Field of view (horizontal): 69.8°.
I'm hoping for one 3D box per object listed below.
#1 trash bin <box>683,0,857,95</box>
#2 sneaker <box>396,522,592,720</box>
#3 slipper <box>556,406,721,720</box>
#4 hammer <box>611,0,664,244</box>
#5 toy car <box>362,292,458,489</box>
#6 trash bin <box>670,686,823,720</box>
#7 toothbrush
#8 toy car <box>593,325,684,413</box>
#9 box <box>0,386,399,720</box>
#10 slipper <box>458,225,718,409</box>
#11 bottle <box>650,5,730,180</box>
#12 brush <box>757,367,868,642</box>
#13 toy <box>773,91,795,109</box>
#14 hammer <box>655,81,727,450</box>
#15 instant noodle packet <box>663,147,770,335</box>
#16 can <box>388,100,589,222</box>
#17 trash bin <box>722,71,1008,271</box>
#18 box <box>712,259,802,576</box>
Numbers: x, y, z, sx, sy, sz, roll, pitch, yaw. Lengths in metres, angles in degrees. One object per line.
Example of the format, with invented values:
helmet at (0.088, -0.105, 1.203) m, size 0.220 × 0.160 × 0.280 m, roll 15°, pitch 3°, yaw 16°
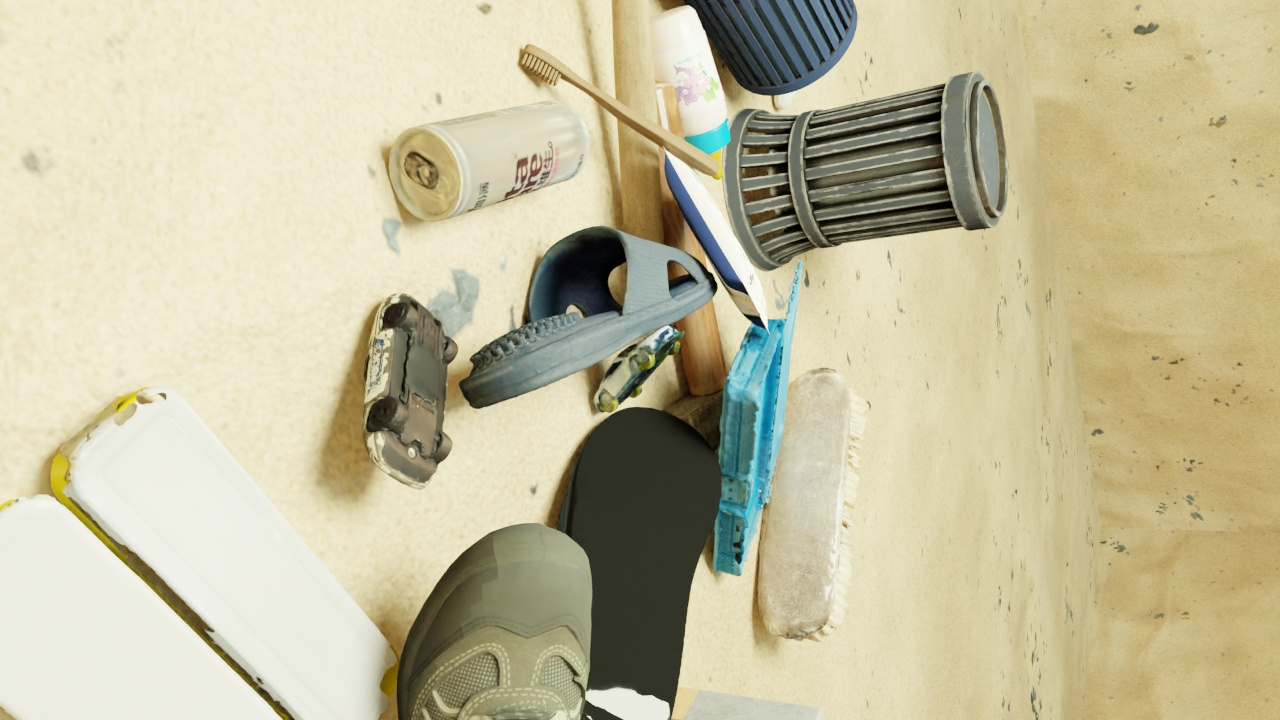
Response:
trash bin at (0.088, -0.345, 0.779) m, size 0.249 × 0.139 × 0.139 m, roll 37°, pitch 56°, yaw -52°
sneaker at (-0.068, 0.205, 0.429) m, size 0.101 × 0.143 × 0.238 m, roll 7°, pitch 97°, yaw -19°
slipper at (-0.016, 0.145, 0.627) m, size 0.109 × 0.084 × 0.264 m, roll 24°, pitch 43°, yaw -9°
hammer at (-0.005, -0.238, 0.673) m, size 0.030 × 0.119 × 0.331 m, roll -58°, pitch 146°, yaw -68°
toy car at (-0.127, 0.016, 0.487) m, size 0.048 × 0.041 × 0.112 m, roll 46°, pitch 30°, yaw -45°
trash bin at (0.029, 0.363, 0.602) m, size 0.246 × 0.143 × 0.142 m, roll -46°, pitch 124°, yaw -49°
toothbrush at (-0.011, -0.174, 0.654) m, size 0.166 × 0.016 × 0.016 m, roll 26°, pitch 78°, yaw -23°
toy car at (-0.004, 0.004, 0.655) m, size 0.027 × 0.090 × 0.038 m, roll 49°, pitch 39°, yaw 11°
box at (-0.192, 0.123, 0.400) m, size 0.129 × 0.034 × 0.210 m, roll -56°, pitch 132°, yaw -40°
slipper at (-0.031, -0.044, 0.594) m, size 0.262 × 0.101 × 0.082 m, roll -32°, pitch 101°, yaw -59°
bottle at (0.045, -0.220, 0.776) m, size 0.051 × 0.051 × 0.146 m, roll -52°, pitch 129°, yaw -46°
brush at (0.167, 0.136, 0.897) m, size 0.056 × 0.083 × 0.270 m, roll 37°, pitch 56°, yaw -48°
toy at (0.148, -0.332, 0.961) m, size 0.125 × 0.037 × 0.075 m, roll 66°, pitch 34°, yaw -35°
hammer at (0.041, -0.080, 0.768) m, size 0.157 × 0.037 × 0.301 m, roll -30°, pitch 112°, yaw -55°
instant noodle packet at (0.057, -0.087, 0.670) m, size 0.134 × 0.026 × 0.087 m, roll 63°, pitch 7°, yaw 25°
can at (-0.086, -0.125, 0.559) m, size 0.135 × 0.054 × 0.054 m, roll -35°, pitch 116°, yaw -54°
trash bin at (0.218, -0.181, 0.876) m, size 0.164 × 0.228 × 0.164 m, roll 10°, pitch 78°, yaw -56°
box at (0.103, 0.052, 0.778) m, size 0.174 × 0.033 × 0.232 m, roll -59°, pitch 157°, yaw -43°
